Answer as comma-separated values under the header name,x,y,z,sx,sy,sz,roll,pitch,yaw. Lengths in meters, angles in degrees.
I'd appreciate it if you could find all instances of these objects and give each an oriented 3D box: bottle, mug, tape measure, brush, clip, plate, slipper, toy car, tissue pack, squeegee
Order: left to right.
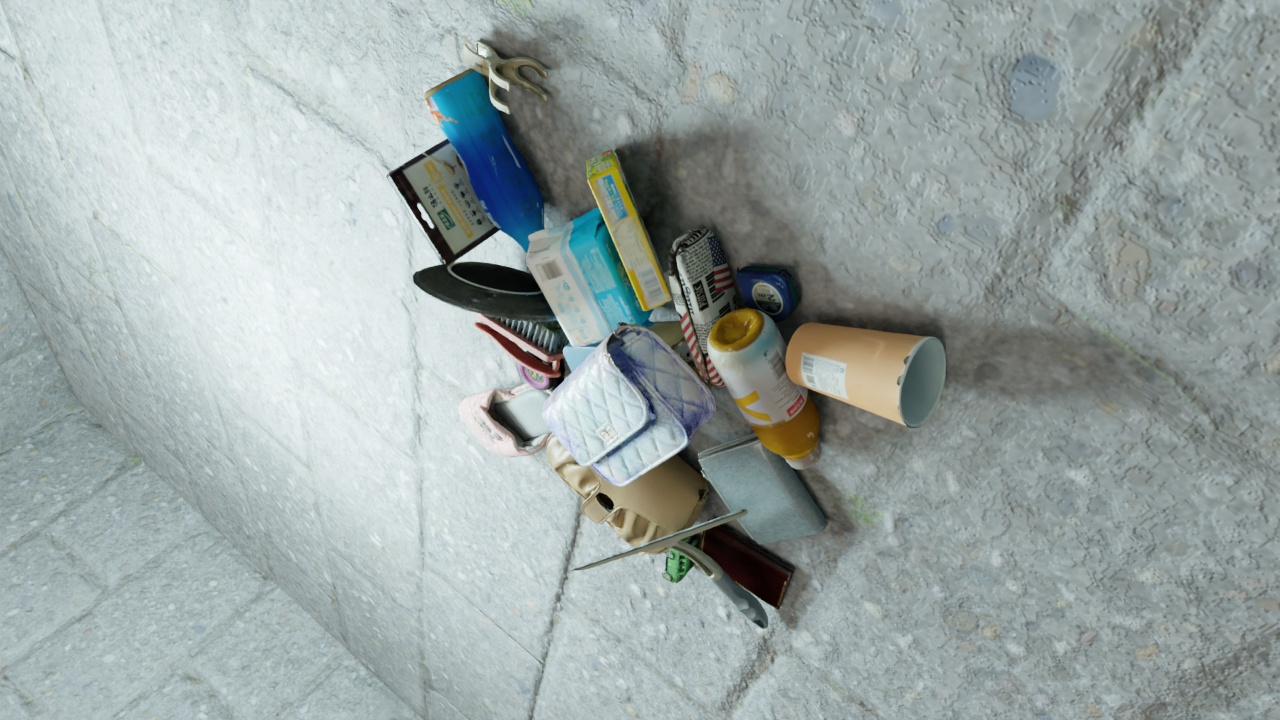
name,x,y,z,sx,sy,sz,roll,pitch,yaw
clip,-0.142,-0.274,0.887,0.103,0.092,0.035,24,139,12
plate,-0.159,-0.083,1.011,0.179,0.179,0.024,25,110,27
bottle,-0.149,-0.194,0.968,0.065,0.065,0.219,-4,120,47
slipper,-0.181,0.085,1.271,0.275,0.054,0.114,-18,110,51
brush,-0.145,-0.037,1.107,0.146,0.063,0.069,30,118,24
tape measure,-0.122,0.007,1.152,0.058,0.039,0.057,16,134,29
tissue pack,-0.050,-0.083,0.959,0.090,0.063,0.140,-16,116,26
toy car,0.054,0.259,1.203,0.036,0.043,0.091,30,141,22
squeegee,0.088,0.263,1.123,0.247,0.039,0.246,-26,129,30
tape measure,0.120,-0.063,0.851,0.058,0.025,0.054,11,133,44
bottle,0.127,0.034,0.885,0.068,0.067,0.189,7,142,42
mug,0.193,0.007,0.804,0.123,0.078,0.078,16,134,42

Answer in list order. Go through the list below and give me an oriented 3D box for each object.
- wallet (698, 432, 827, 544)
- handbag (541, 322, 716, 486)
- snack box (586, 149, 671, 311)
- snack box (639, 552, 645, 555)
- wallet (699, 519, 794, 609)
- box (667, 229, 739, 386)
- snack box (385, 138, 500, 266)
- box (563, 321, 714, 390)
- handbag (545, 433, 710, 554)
name,x,y,z,sx,sy,sz,roll,pitch,yaw
wallet,0.133,0.142,1.021,0.107,0.036,0.130,-23,108,42
handbag,-0.018,0.052,0.960,0.134,0.075,0.194,47,144,0
snack box,-0.011,-0.126,0.880,0.034,0.086,0.140,-20,114,4
snack box,-0.026,0.187,1.231,0.157,0.026,0.085,48,144,-1
wallet,0.129,0.256,1.146,0.122,0.020,0.096,30,146,21
box,0.063,-0.049,0.890,0.057,0.070,0.164,-3,120,23
snack box,-0.205,-0.175,0.992,0.053,0.125,0.113,-8,118,51
box,-0.006,0.006,1.016,0.185,0.059,0.090,-3,120,45
handbag,-0.019,0.143,1.118,0.204,0.099,0.148,43,136,1
